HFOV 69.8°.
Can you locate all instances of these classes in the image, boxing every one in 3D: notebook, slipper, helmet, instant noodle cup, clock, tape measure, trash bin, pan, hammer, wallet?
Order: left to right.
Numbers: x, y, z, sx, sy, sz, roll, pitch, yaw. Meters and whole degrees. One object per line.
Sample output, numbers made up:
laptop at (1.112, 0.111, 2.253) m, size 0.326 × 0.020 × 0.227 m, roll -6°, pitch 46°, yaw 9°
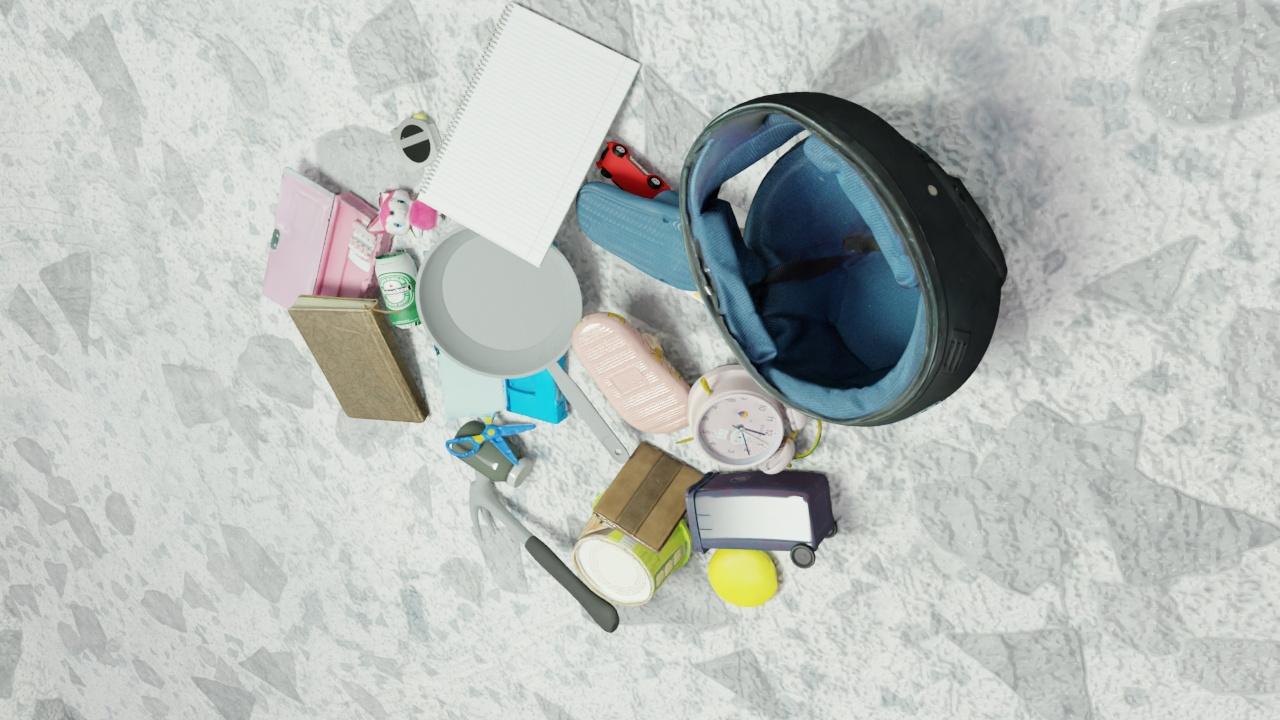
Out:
notebook at (-0.383, 0.000, 1.306) m, size 0.190 × 0.034 × 0.216 m, roll 4°, pitch 131°, yaw 24°
tape measure at (-0.283, -0.277, 1.163) m, size 0.065 × 0.016 × 0.064 m, roll -10°, pitch 108°, yaw 33°
notebook at (-0.131, -0.254, 1.029) m, size 0.178 × 0.013 × 0.246 m, roll 30°, pitch 99°, yaw 14°
hammer at (-0.141, 0.271, 1.286) m, size 0.311 × 0.029 × 0.125 m, roll 38°, pitch 130°, yaw 30°
pan at (-0.123, -0.014, 1.127) m, size 0.201 × 0.050 × 0.356 m, roll -33°, pitch 108°, yaw 17°
instant noodle cup at (-0.016, 0.246, 1.198) m, size 0.146 × 0.097 × 0.146 m, roll 17°, pitch 130°, yaw 21°
slipper at (-0.007, 0.006, 1.099) m, size 0.093 × 0.081 × 0.197 m, roll -29°, pitch 121°, yaw 25°
wallet at (0.012, 0.170, 1.152) m, size 0.099 × 0.120 × 0.027 m, roll 29°, pitch 152°, yaw 15°
slipper at (0.020, -0.140, 1.009) m, size 0.214 × 0.059 × 0.104 m, roll 24°, pitch 136°, yaw 26°
clock at (0.129, 0.072, 1.053) m, size 0.158 × 0.058 × 0.117 m, roll 15°, pitch 119°, yaw -4°
trash bin at (0.141, 0.185, 1.097) m, size 0.161 × 0.093 × 0.092 m, roll -4°, pitch 101°, yaw 29°
helmet at (0.186, -0.099, 0.845) m, size 0.250 × 0.235 × 0.316 m, roll -28°, pitch 95°, yaw 36°

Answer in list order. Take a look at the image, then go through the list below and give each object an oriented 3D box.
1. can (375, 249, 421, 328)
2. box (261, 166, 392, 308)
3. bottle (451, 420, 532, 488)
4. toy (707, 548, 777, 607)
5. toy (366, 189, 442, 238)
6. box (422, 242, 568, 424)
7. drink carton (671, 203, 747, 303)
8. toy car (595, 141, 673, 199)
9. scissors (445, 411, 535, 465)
can at (-0.325, -0.096, 1.251) m, size 0.053 × 0.053 × 0.101 m, roll -1°, pitch 113°, yaw 30°
box at (-0.448, -0.142, 1.308) m, size 0.179 × 0.039 × 0.233 m, roll 34°, pitch 125°, yaw 7°
bottle at (-0.208, 0.133, 1.290) m, size 0.108 × 0.060 × 0.060 m, roll 30°, pitch 124°, yaw 14°
toy at (0.131, 0.276, 1.177) m, size 0.094 × 0.041 × 0.096 m, roll 15°, pitch 119°, yaw 17°
toy at (-0.310, -0.195, 1.194) m, size 0.102 × 0.050 × 0.065 m, roll 5°, pitch 82°, yaw 17°
box at (-0.179, -0.038, 1.188) m, size 0.170 × 0.071 × 0.244 m, roll 0°, pitch 115°, yaw 4°
drink carton at (0.079, -0.115, 1.028) m, size 0.069 × 0.038 × 0.122 m, roll 33°, pitch 131°, yaw 11°
toy car at (-0.008, -0.207, 1.034) m, size 0.089 × 0.025 × 0.038 m, roll 43°, pitch 133°, yaw 8°
scissors at (-0.208, 0.095, 1.269) m, size 0.125 × 0.127 × 0.015 m, roll -8°, pitch 157°, yaw -5°
